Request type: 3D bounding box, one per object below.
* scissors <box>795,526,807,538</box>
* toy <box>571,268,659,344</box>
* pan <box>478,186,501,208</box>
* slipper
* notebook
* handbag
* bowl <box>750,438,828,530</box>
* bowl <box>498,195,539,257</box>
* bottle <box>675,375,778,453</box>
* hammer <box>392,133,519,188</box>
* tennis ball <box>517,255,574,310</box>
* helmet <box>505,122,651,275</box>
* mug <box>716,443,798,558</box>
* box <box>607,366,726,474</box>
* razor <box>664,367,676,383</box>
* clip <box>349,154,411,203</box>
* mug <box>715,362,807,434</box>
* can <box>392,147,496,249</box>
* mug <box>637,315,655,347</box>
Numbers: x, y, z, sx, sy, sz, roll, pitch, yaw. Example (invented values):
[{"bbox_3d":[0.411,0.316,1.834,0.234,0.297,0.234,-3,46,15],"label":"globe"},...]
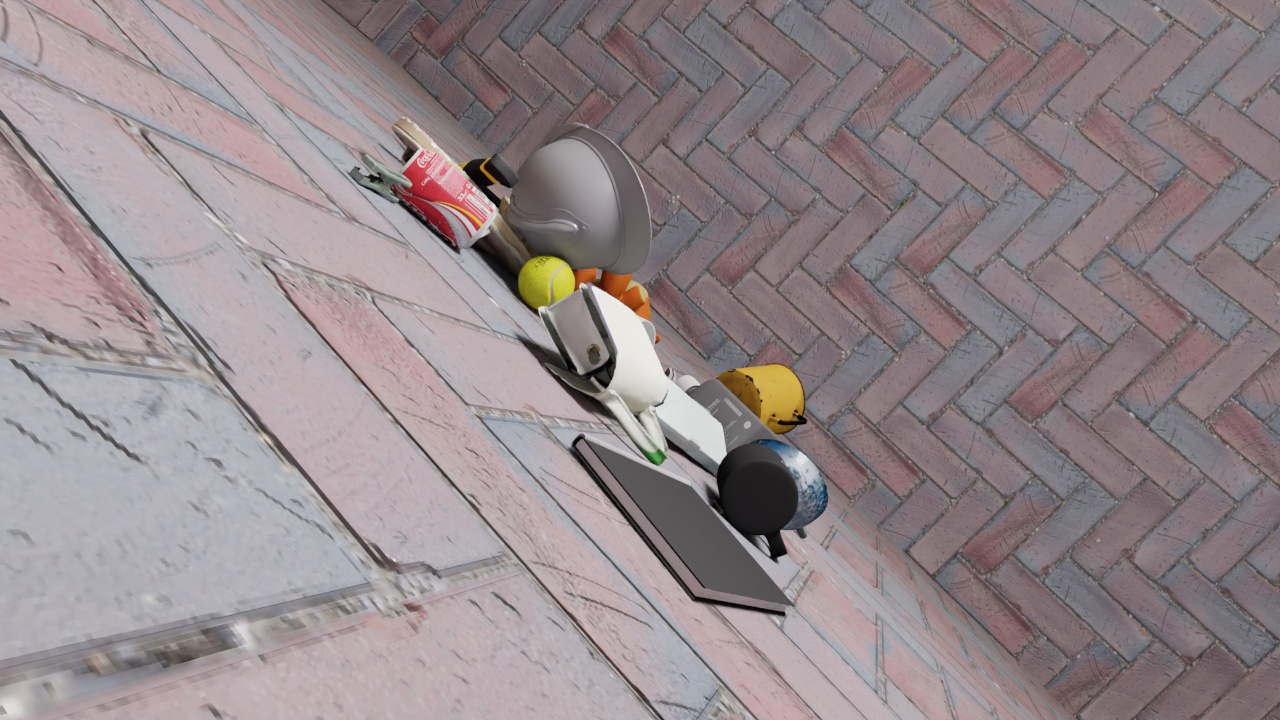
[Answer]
[{"bbox_3d":[0.193,0.182,1.262,0.124,0.019,0.155,55,19,-10],"label":"scissors"},{"bbox_3d":[-0.037,-0.069,1.250,0.112,0.096,0.176,11,-43,29],"label":"toy"},{"bbox_3d":[-0.135,-0.144,1.413,0.355,0.044,0.204,42,6,-10],"label":"pan"},{"bbox_3d":[-0.206,-0.177,1.099,0.114,0.054,0.272,43,-5,47],"label":"slipper"},{"bbox_3d":[0.038,0.132,0.714,0.149,0.016,0.206,48,7,30],"label":"notebook"},{"bbox_3d":[-0.025,0.026,0.887,0.176,0.074,0.151,65,14,17],"label":"handbag"},{"bbox_3d":[0.148,0.151,1.040,0.114,0.060,0.114,26,-45,29],"label":"bowl"},{"bbox_3d":[-0.155,-0.158,1.278,0.145,0.063,0.145,43,7,-7],"label":"bowl"},{"bbox_3d":[0.096,0.076,1.195,0.046,0.084,0.174,42,4,-39],"label":"bottle"},{"bbox_3d":[-0.213,-0.231,1.127,0.170,0.034,0.325,46,-11,-23],"label":"hammer"},{"bbox_3d":[-0.110,-0.090,1.069,0.065,0.065,0.065,43,6,-6],"label":"tennis ball"},{"bbox_3d":[-0.104,-0.182,1.106,0.271,0.117,0.183,31,-45,50],"label":"helmet"},{"bbox_3d":[0.127,0.149,0.957,0.088,0.078,0.113,-69,138,-84],"label":"mug"},{"bbox_3d":[0.028,0.061,1.064,0.126,0.074,0.197,23,-11,37],"label":"box"},{"bbox_3d":[-0.007,0.007,1.228,0.116,0.047,0.088,35,6,-4],"label":"razor"},{"bbox_3d":[-0.256,-0.179,0.908,0.023,0.043,0.075,46,7,14],"label":"clip"},{"bbox_3d":[0.165,0.061,1.254,0.094,0.101,0.124,-5,26,-43],"label":"mug"},{"bbox_3d":[-0.211,-0.173,0.984,0.105,0.064,0.064,41,6,-19],"label":"can"},{"bbox_3d":[-0.050,-0.029,1.091,0.089,0.071,0.107,28,26,32],"label":"mug"}]
